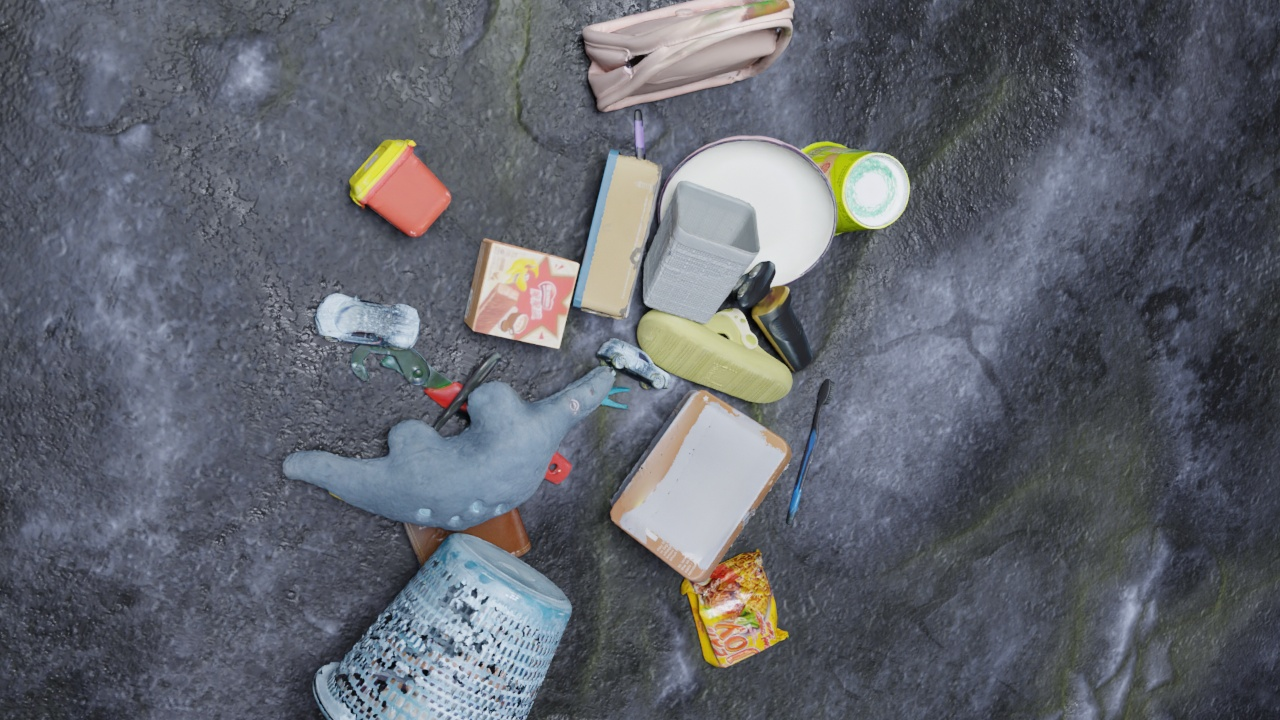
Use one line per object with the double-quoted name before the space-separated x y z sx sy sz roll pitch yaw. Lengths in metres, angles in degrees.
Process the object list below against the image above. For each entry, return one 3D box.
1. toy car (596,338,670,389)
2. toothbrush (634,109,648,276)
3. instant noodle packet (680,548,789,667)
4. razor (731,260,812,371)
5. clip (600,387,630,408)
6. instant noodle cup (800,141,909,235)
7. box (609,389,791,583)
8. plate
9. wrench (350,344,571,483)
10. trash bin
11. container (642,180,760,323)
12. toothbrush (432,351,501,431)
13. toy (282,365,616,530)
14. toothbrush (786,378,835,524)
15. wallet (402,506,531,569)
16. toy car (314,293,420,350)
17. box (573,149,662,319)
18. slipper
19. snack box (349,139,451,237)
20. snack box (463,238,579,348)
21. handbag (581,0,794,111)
"toy car" -0.006 0.006 1.034 0.090 0.043 0.034 29 74 -18
"toothbrush" 0.004 -0.181 1.016 0.014 0.017 0.189 -6 100 -15
"instant noodle packet" 0.117 0.309 1.125 0.110 0.044 0.128 -21 106 -7
"razor" 0.154 -0.044 1.045 0.062 0.068 0.167 -58 137 -19
"clip" -0.039 0.040 1.045 0.056 0.014 0.040 7 97 -19
"instant noodle cup" 0.233 -0.190 1.023 0.111 0.123 0.112 -3 101 -16
"box" 0.074 0.140 1.009 0.152 0.178 0.182 36 89 -20
"plate" 0.116 -0.162 0.999 0.192 0.038 0.193 5 131 6
"wrench" -0.189 0.056 1.002 0.273 0.016 0.056 34 93 -19
"trash bin" -0.179 0.294 0.932 0.226 0.227 0.195 34 84 -19
"container" 0.058 -0.109 0.964 0.090 0.090 0.115 17 133 -14
"toothbrush" -0.208 0.060 0.982 0.015 0.018 0.181 39 97 -17
"toy" -0.178 0.102 0.960 0.356 0.091 0.138 -19 90 -14
"toothbrush" 0.210 0.114 1.132 0.016 0.014 0.189 8 99 -41
"wallet" -0.193 0.189 1.019 0.124 0.032 0.101 -23 103 -12
"toy car" -0.280 -0.040 0.942 0.105 0.031 0.049 8 71 -16
"box" -0.021 -0.137 0.973 0.061 0.089 0.184 12 94 0
"slipper" 0.087 -0.017 1.044 0.190 0.092 0.081 25 54 -11
"snack box" -0.236 -0.171 0.910 0.080 0.091 0.082 42 87 -25
"snack box" -0.126 -0.071 0.965 0.094 0.077 0.093 12 96 -18
"handbag" 0.058 -0.310 0.891 0.193 0.234 0.093 -18 106 -13
